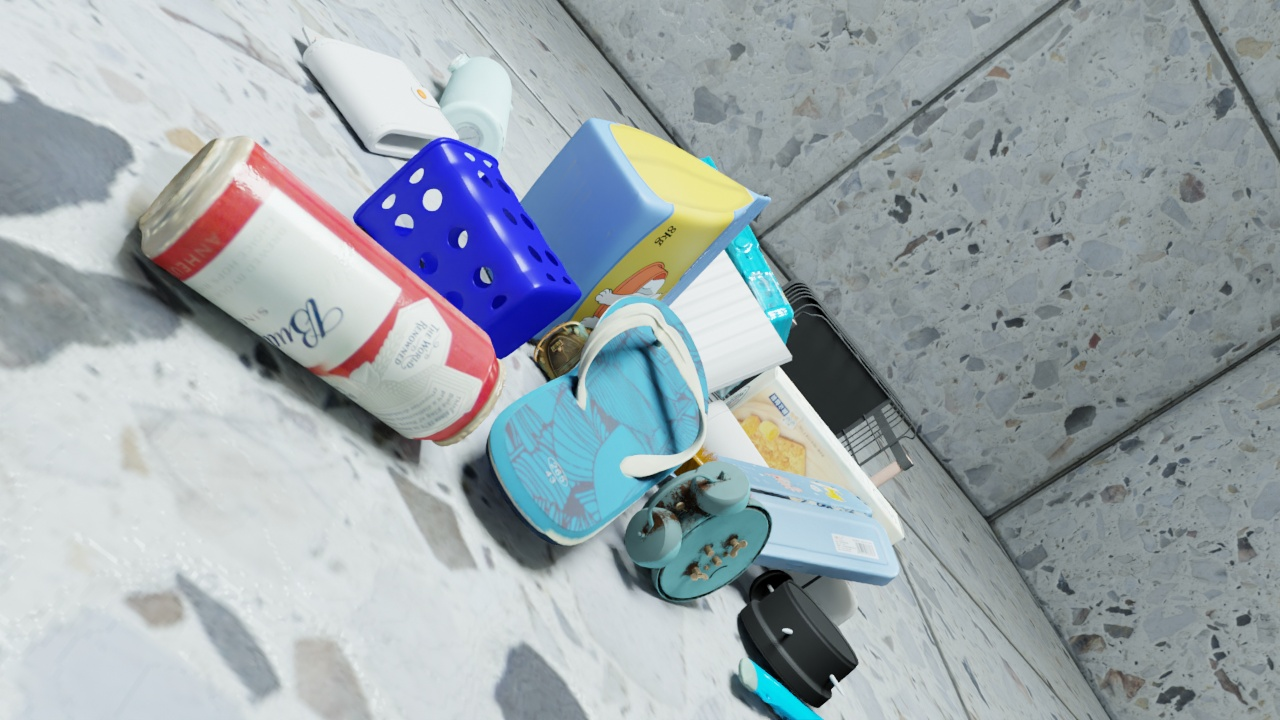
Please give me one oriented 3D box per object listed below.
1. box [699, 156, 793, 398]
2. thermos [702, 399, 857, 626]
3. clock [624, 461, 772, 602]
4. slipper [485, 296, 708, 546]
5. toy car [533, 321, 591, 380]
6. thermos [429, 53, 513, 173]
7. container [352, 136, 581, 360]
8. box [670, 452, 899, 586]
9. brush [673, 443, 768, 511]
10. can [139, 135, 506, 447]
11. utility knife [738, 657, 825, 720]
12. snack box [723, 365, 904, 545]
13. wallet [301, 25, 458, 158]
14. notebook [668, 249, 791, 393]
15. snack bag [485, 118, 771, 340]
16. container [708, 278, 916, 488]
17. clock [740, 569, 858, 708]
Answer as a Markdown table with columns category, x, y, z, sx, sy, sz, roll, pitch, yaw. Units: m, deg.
| category | x | y | z | sx | sy | sz | roll | pitch | yaw |
| --- | --- | --- | --- | --- | --- | --- | --- | --- | --- |
| box | 0.080 | -0.080 | 0.990 | 0.071 | 0.182 | 0.226 | -3 | 54 | -30 |
| thermos | 0.115 | 0.141 | 0.832 | 0.224 | 0.052 | 0.052 | 56 | 16 | 15 |
| clock | 0.035 | 0.108 | 0.597 | 0.053 | 0.090 | 0.124 | 50 | -7 | 40 |
| slipper | 0.000 | 0.024 | 0.591 | 0.118 | 0.060 | 0.294 | 59 | 27 | -5 |
| toy car | -0.031 | 0.019 | 0.692 | 0.112 | 0.047 | 0.047 | 40 | 19 | -36 |
| thermos | -0.158 | -0.240 | 0.874 | 0.078 | 0.065 | 0.206 | 47 | 16 | -26 |
| container | -0.108 | -0.066 | 0.587 | 0.113 | 0.085 | 0.084 | 56 | 16 | 10 |
| box | 0.111 | 0.120 | 0.756 | 0.209 | 0.034 | 0.127 | 16 | 30 | -23 |
| brush | 0.046 | 0.083 | 0.683 | 0.126 | 0.017 | 0.048 | 48 | -28 | 23 |
| can | -0.141 | -0.027 | 0.429 | 0.170 | 0.067 | 0.067 | 43 | 18 | -32 |
| utility knife | 0.114 | 0.252 | 0.646 | 0.174 | 0.015 | 0.031 | 45 | 19 | -31 |
| snack box | 0.158 | 0.117 | 0.919 | 0.208 | 0.104 | 0.057 | 51 | 18 | -6 |
| wallet | -0.209 | -0.213 | 0.721 | 0.115 | 0.038 | 0.118 | 53 | 18 | 4 |
| notebook | 0.033 | -0.052 | 0.883 | 0.009 | 0.142 | 0.209 | 78 | -12 | -53 |
| snack bag | 0.001 | -0.094 | 0.749 | 0.204 | 0.159 | 0.102 | 1 | 51 | -50 |
| container | 0.192 | 0.042 | 1.071 | 0.241 | 0.163 | 0.130 | 47 | 16 | -18 |
| clock | 0.120 | 0.206 | 0.696 | 0.091 | 0.042 | 0.120 | 47 | 7 | -1 |
